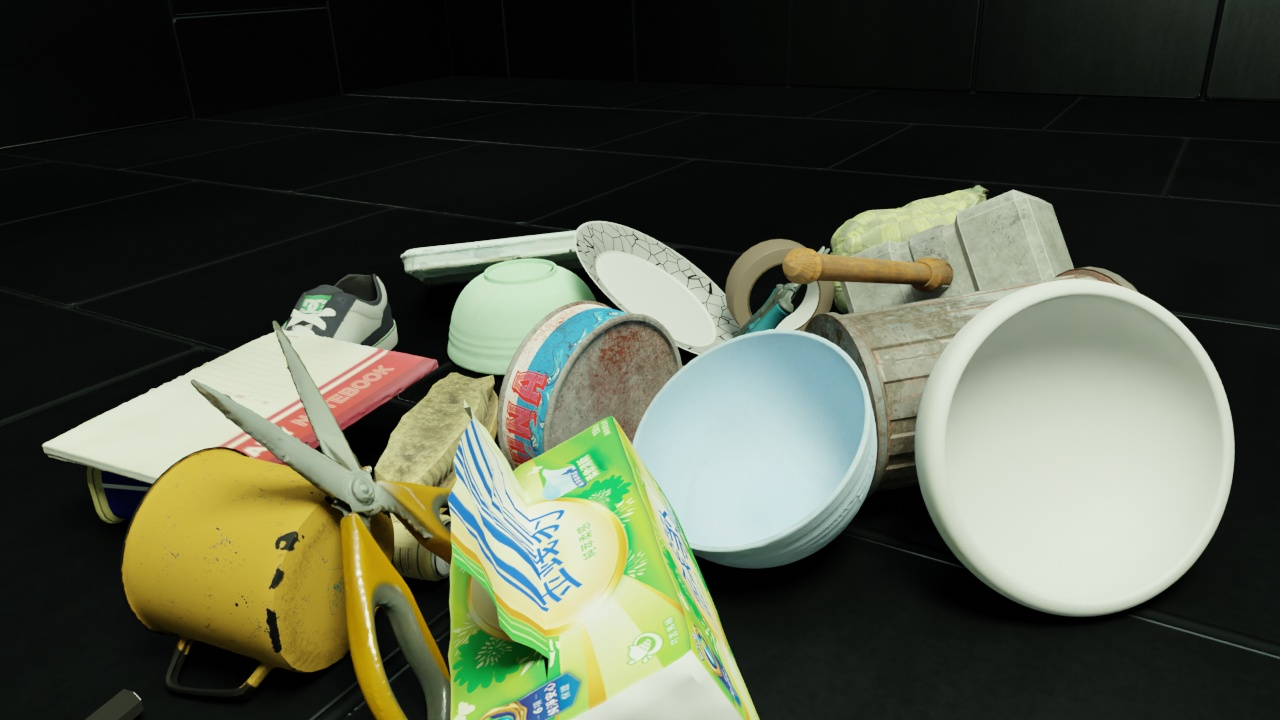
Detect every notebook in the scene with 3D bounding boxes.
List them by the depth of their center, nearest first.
[{"bbox_3d":[-0.260,0.028,0.627,0.153,0.012,0.208,10,26,20],"label":"notebook"}]

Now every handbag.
[{"bbox_3d":[0.262,-0.110,0.918,0.186,0.113,0.117,-12,18,-19],"label":"handbag"}]

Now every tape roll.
[{"bbox_3d":[0.126,-0.061,0.835,0.093,0.094,0.030,-6,24,-8],"label":"tape roll"}]

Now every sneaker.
[{"bbox_3d":[-0.282,-0.015,0.784,0.084,0.079,0.234,3,24,10],"label":"sneaker"}]

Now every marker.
[{"bbox_3d":[-0.269,0.186,0.391,0.018,0.021,0.123,-41,2,30],"label":"marker"}]

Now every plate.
[{"bbox_3d":[0.017,-0.061,0.841,0.188,0.016,0.188,28,28,-17],"label":"plate"}]

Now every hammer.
[{"bbox_3d":[0.186,-0.064,0.665,0.163,0.083,0.316,-21,-10,37],"label":"hammer"}]

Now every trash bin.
[{"bbox_3d":[0.227,0.014,0.608,0.211,0.131,0.130,-9,24,-11],"label":"trash bin"}]

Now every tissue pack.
[{"bbox_3d":[-0.039,0.092,0.400,0.120,0.141,0.197,-33,25,-3],"label":"tissue pack"}]

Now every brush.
[{"bbox_3d":[-0.140,0.056,0.650,0.059,0.043,0.195,1,23,8],"label":"brush"}]

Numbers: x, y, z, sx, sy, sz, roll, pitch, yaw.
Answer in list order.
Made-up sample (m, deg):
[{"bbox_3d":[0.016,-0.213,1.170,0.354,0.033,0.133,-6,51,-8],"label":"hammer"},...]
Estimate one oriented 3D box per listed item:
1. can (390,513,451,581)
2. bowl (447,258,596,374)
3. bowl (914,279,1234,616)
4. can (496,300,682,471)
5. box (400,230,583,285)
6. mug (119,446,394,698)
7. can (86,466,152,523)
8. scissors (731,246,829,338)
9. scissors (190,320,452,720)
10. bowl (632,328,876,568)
[{"bbox_3d":[-0.150,0.106,0.542,0.079,0.038,0.038,4,24,15],"label":"can"},{"bbox_3d":[-0.107,-0.048,0.851,0.151,0.077,0.150,-3,23,1],"label":"bowl"},{"bbox_3d":[0.227,0.046,0.507,0.176,0.176,0.066,-6,-1,-9],"label":"bowl"},{"bbox_3d":[-0.029,0.029,0.593,0.044,0.130,0.129,17,30,38],"label":"can"},{"bbox_3d":[-0.133,-0.106,0.958,0.209,0.037,0.189,-7,3,-3],"label":"box"},{"bbox_3d":[-0.195,0.113,0.472,0.094,0.100,0.123,9,66,20],"label":"mug"},{"bbox_3d":[-0.294,0.066,0.627,0.092,0.057,0.116,3,24,9],"label":"can"},{"bbox_3d":[0.100,-0.027,0.739,0.019,0.143,0.127,34,-18,-11],"label":"scissors"},{"bbox_3d":[-0.125,0.080,0.464,0.016,0.225,0.216,-29,-11,20],"label":"scissors"},{"bbox_3d":[0.076,0.062,0.547,0.151,0.075,0.150,-21,43,21],"label":"bowl"}]
